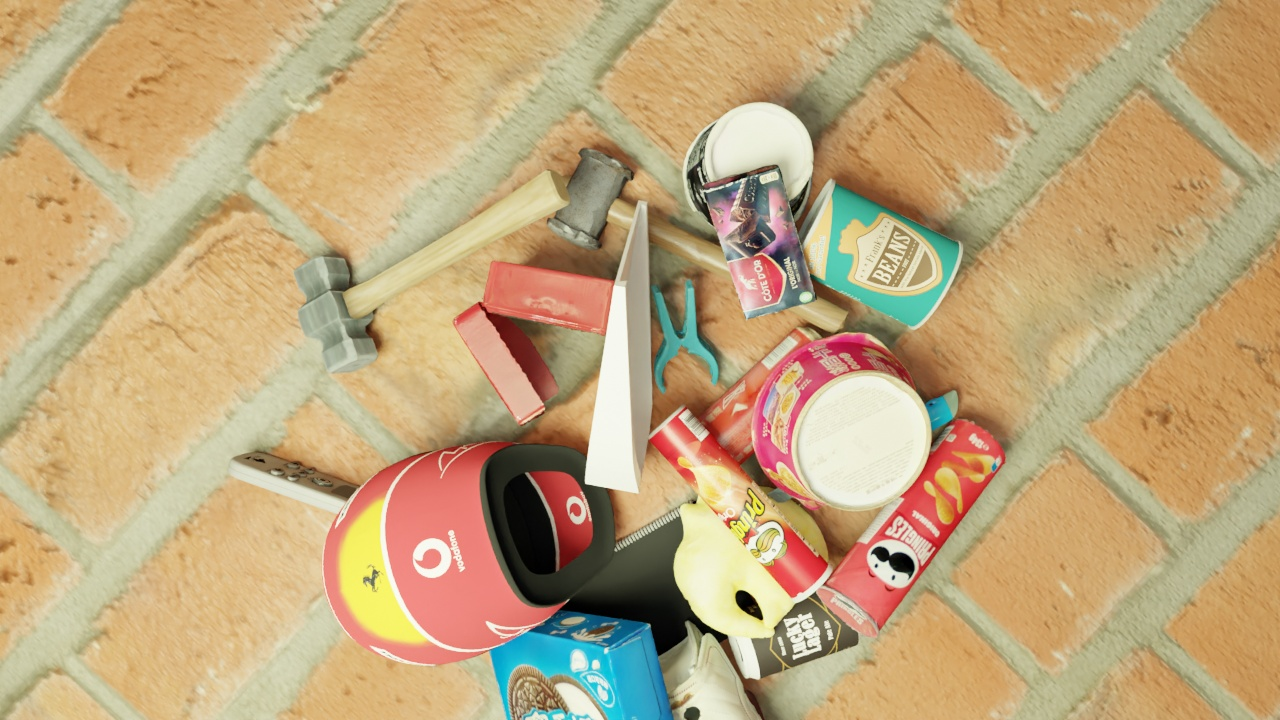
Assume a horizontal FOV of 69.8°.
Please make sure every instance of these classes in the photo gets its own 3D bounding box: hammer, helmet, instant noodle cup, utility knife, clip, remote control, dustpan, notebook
[{"bbox_3d":[0.062,-0.112,0.947,0.328,0.052,0.098,26,92,4],"label":"hammer"},{"bbox_3d":[-0.180,0.185,0.890,0.225,0.270,0.197,-22,82,22],"label":"helmet"},{"bbox_3d":[0.112,-0.195,0.924,0.137,0.112,0.137,0,91,2],"label":"instant noodle cup"},{"bbox_3d":[0.204,0.070,0.896,0.178,0.077,0.179,-2,103,-8],"label":"instant noodle cup"},{"bbox_3d":[-0.208,-0.098,0.905,0.324,0.051,0.117,-25,82,24],"label":"hammer"},{"bbox_3d":[0.234,0.093,0.955,0.225,0.015,0.031,-26,91,-4],"label":"utility knife"},{"bbox_3d":[0.061,-0.021,0.954,0.121,0.031,0.130,10,118,-5],"label":"clip"},{"bbox_3d":[-0.351,0.128,0.962,0.151,0.074,0.019,19,92,0],"label":"remote control"},{"bbox_3d":[-0.005,0.005,0.882,0.053,0.191,0.258,11,121,0],"label":"dustpan"},{"bbox_3d":[0.005,0.264,0.991,0.207,0.016,0.149,-30,92,2],"label":"notebook"}]

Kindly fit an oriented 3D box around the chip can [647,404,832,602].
[{"bbox_3d":[0.096,0.139,0.900,0.052,0.052,0.214,-42,86,2],"label":"chip can"}]

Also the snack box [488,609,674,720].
[{"bbox_3d":[-0.056,0.349,0.896,0.056,0.239,0.195,-15,92,-38],"label":"snack box"}]

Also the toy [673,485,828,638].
[{"bbox_3d":[0.107,0.196,0.945,0.170,0.065,0.155,-38,72,-26],"label":"toy"}]

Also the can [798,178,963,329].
[{"bbox_3d":[0.235,-0.107,0.930,0.144,0.099,0.099,26,92,0],"label":"can"}]

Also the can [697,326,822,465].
[{"bbox_3d":[0.129,0.040,0.954,0.170,0.067,0.067,-43,91,2],"label":"can"}]

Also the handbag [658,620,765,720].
[{"bbox_3d":[0.080,0.376,0.924,0.096,0.142,0.198,-32,98,0],"label":"handbag"}]

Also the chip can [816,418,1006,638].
[{"bbox_3d":[0.275,0.164,0.921,0.073,0.073,0.232,44,73,-1],"label":"chip can"}]

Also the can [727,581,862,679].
[{"bbox_3d":[0.159,0.278,0.951,0.128,0.072,0.072,-16,92,-8],"label":"can"}]

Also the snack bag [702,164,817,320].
[{"bbox_3d":[0.116,-0.111,0.882,0.075,0.018,0.155,-15,123,14],"label":"snack bag"}]

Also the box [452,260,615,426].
[{"bbox_3d":[-0.090,-0.043,0.911,0.156,0.157,0.147,-38,92,3],"label":"box"}]
